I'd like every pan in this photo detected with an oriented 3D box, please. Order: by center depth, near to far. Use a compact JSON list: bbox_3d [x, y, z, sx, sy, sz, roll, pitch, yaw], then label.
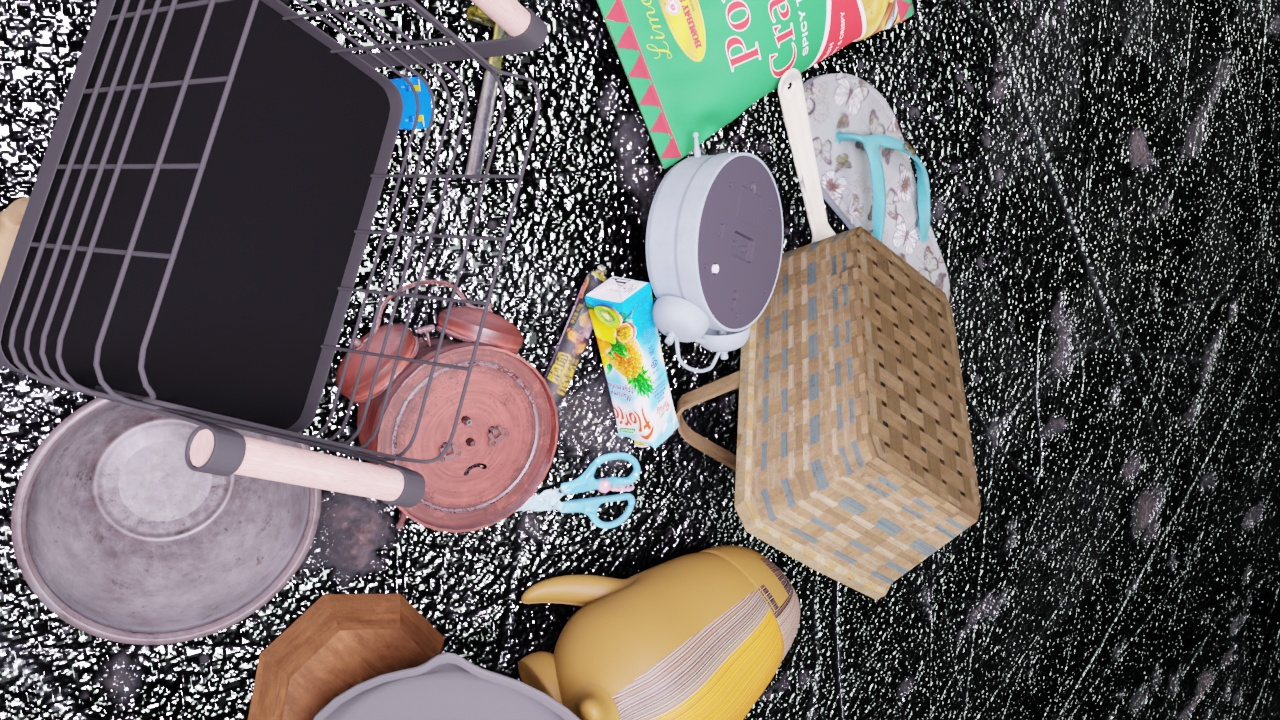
[{"bbox_3d":[-0.054,0.261,0.583,0.354,0.024,0.217,4,118,-1],"label":"pan"}]

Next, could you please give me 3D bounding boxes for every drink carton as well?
[{"bbox_3d":[-0.004,0.004,0.658,0.038,0.044,0.129,-40,130,-38],"label":"drink carton"}]

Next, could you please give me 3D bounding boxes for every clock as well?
[{"bbox_3d":[-0.122,0.027,0.581,0.120,0.072,0.158,-19,111,-29],"label":"clock"},{"bbox_3d":[0.052,-0.070,0.643,0.122,0.045,0.159,13,87,-55],"label":"clock"}]

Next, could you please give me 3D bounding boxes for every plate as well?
[{"bbox_3d":[-0.189,0.219,0.607,0.131,0.025,0.131,-8,104,-32],"label":"plate"}]

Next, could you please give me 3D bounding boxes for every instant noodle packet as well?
[{"bbox_3d":[0.079,-0.280,0.633,0.252,0.090,0.196,-35,120,-18],"label":"instant noodle packet"}]

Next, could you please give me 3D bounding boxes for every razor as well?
[{"bbox_3d":[-0.098,-0.168,0.587,0.042,0.026,0.106,6,101,-36],"label":"razor"}]

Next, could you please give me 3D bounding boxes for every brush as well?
[{"bbox_3d":[0.132,-0.131,0.707,0.033,0.012,0.218,-45,139,-17],"label":"brush"}]

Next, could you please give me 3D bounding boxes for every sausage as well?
[{"bbox_3d":[-0.055,0.004,0.651,0.020,0.020,0.155,26,86,-34],"label":"sausage"}]

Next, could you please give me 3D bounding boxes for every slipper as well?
[{"bbox_3d":[0.218,-0.133,0.780,0.098,0.055,0.269,-48,123,-18],"label":"slipper"}]

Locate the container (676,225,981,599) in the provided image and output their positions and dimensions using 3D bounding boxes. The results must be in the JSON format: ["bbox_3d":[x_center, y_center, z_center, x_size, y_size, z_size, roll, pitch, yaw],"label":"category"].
[{"bbox_3d":[0.129,0.042,0.691,0.157,0.187,0.249,31,46,-27],"label":"container"}]

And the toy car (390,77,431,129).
[{"bbox_3d":[-0.176,-0.150,0.545,0.091,0.062,0.033,-30,121,-58],"label":"toy car"}]

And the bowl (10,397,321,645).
[{"bbox_3d":[-0.259,0.074,0.506,0.144,0.067,0.145,-8,104,-32],"label":"bowl"}]

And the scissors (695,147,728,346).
[{"bbox_3d":[0.045,-0.089,0.694,0.129,0.019,0.137,-53,130,-20],"label":"scissors"}]

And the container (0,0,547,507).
[{"bbox_3d":[-0.151,-0.070,0.416,0.162,0.130,0.241,27,74,-56],"label":"container"}]

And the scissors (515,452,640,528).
[{"bbox_3d":[-0.061,0.104,0.678,0.138,0.015,0.063,-6,107,-26],"label":"scissors"}]

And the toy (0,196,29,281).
[{"bbox_3d":[-0.274,-0.070,0.453,0.108,0.106,0.134,-40,115,-32],"label":"toy"}]

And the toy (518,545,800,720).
[{"bbox_3d":[0.027,0.219,0.690,0.202,0.163,0.198,-29,75,-27],"label":"toy"}]
